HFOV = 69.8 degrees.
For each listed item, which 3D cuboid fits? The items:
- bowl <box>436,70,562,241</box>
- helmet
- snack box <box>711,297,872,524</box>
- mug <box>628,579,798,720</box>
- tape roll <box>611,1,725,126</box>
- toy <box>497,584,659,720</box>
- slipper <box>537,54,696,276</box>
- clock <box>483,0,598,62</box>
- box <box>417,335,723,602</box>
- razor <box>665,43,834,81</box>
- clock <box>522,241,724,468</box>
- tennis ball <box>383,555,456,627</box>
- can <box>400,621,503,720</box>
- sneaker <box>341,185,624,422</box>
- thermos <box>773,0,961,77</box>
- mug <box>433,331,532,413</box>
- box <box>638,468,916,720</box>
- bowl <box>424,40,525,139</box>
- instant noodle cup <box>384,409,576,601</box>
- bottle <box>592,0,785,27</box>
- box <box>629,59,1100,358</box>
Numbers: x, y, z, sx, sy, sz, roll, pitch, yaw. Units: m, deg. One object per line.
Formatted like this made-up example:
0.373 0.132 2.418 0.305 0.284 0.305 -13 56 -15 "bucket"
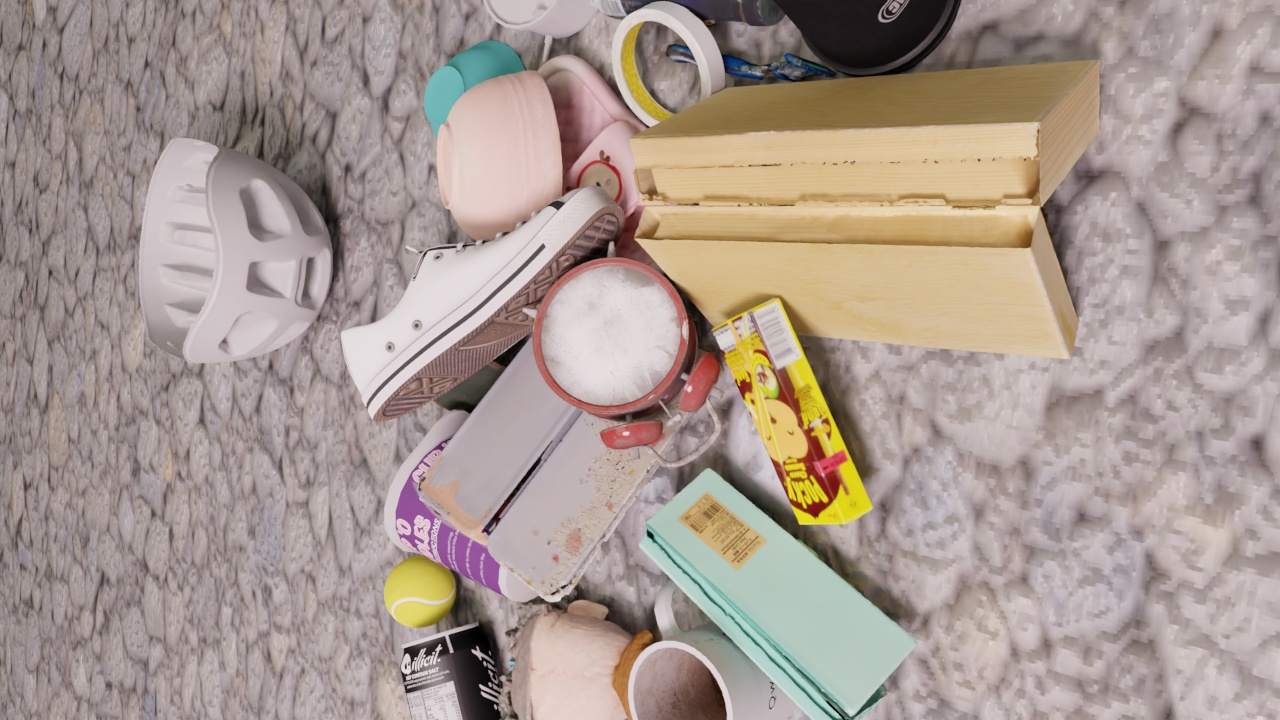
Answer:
-0.121 -0.156 0.740 0.153 0.076 0.153 174 90 -68 "bowl"
-0.448 -0.111 0.964 0.283 0.183 0.224 11 91 30 "helmet"
0.098 0.036 0.605 0.149 0.025 0.061 66 158 1 "snack box"
0.047 0.207 0.637 0.083 0.096 0.119 -33 70 33 "mug"
0.020 -0.214 0.676 0.094 0.019 0.094 30 142 27 "tape roll"
-0.042 0.246 0.722 0.176 0.076 0.132 -9 69 39 "toy"
-0.035 -0.151 0.727 0.107 0.055 0.221 -45 64 31 "slipper"
-0.085 -0.341 0.762 0.120 0.061 0.159 -24 77 35 "clock"
-0.052 0.055 0.693 0.151 0.043 0.216 33 79 22 "box"
0.071 -0.213 0.661 0.141 0.043 0.018 25 109 42 "razor"
-0.004 0.003 0.649 0.110 0.062 0.156 -37 75 2 "clock"
-0.204 0.214 0.851 0.065 0.065 0.065 0 90 38 "tennis ball"
-0.159 0.312 0.806 0.080 0.080 0.146 -26 75 35 "can"
-0.127 -0.061 0.690 0.246 0.091 0.097 -37 77 15 "sneaker"
0.108 -0.232 0.519 0.106 0.218 0.106 3 96 30 "thermos"
-0.144 -0.016 0.802 0.081 0.085 0.110 -38 36 33 "mug"
0.090 0.150 0.615 0.189 0.077 0.080 41 115 31 "box"
-0.160 -0.233 0.828 0.121 0.046 0.121 0 90 38 "bowl"
-0.122 0.126 0.755 0.122 0.121 0.137 26 114 31 "instant noodle cup"
0.033 -0.273 0.673 0.161 0.056 0.056 23 104 35 "bottle"
0.128 -0.094 0.559 0.249 0.141 0.184 7 101 38 "box"
